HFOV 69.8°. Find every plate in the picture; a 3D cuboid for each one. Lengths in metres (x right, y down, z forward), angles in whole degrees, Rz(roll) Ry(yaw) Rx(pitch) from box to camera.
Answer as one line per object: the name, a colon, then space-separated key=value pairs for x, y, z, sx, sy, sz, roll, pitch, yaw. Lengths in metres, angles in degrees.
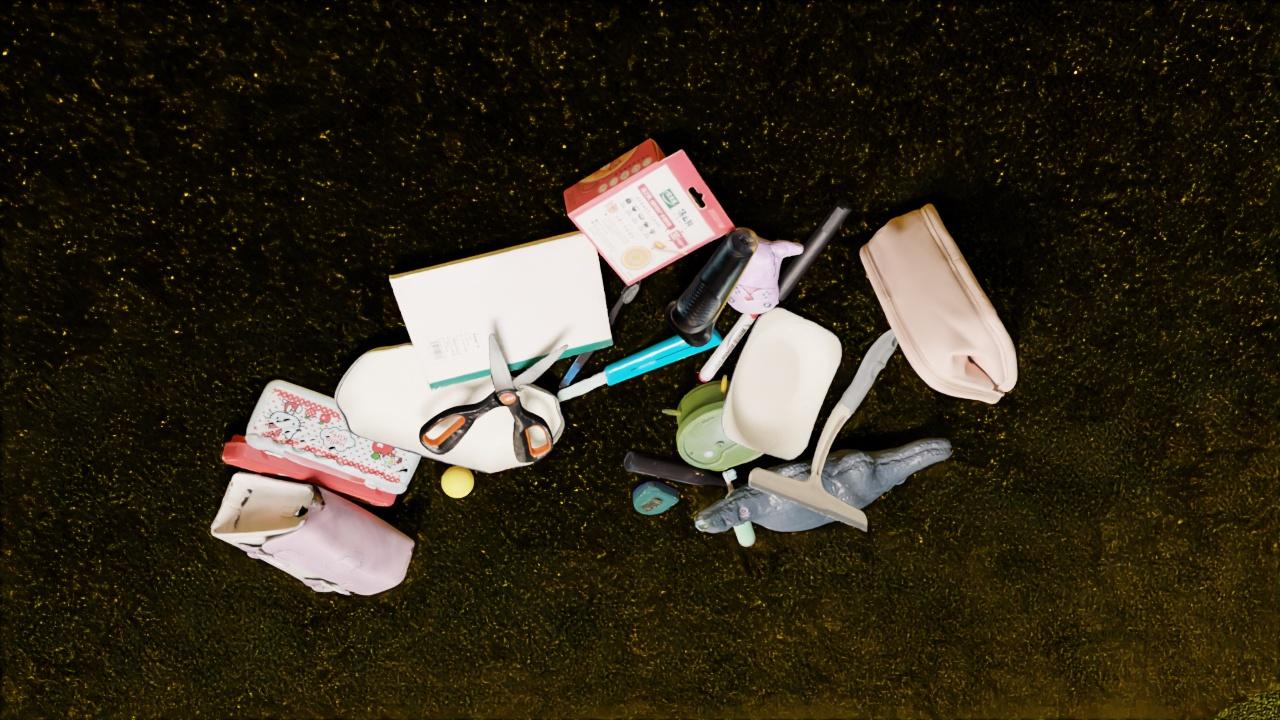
plate: x=0.157 y=0.026 z=1.072 sx=0.163 sy=0.034 sz=0.164 roll=21 pitch=91 yaw=-40
plate: x=-0.217 y=0.052 z=1.066 sx=0.265 sy=0.034 sz=0.162 roll=21 pitch=127 yaw=-29

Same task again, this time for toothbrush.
toothbrush: x=0.135 y=0.206 z=1.277 sx=0.027 sy=0.026 sz=0.225 roll=-24 pitch=144 yaw=-1
toothbrush: x=0.075 y=0.156 z=1.239 sx=0.212 sy=0.026 sz=0.027 roll=16 pitch=165 yaw=-27
toothbrush: x=-0.048 y=-0.025 z=1.035 sx=0.014 sy=0.016 sz=0.190 roll=21 pitch=129 yaw=-22

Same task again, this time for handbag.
handbag: x=0.341 y=-0.039 z=0.988 sx=0.094 sy=0.193 sz=0.234 roll=-31 pitch=143 yaw=23
handbag: x=-0.393 y=0.217 z=1.117 sx=0.145 sy=0.098 sz=0.197 roll=-6 pitch=147 yaw=22

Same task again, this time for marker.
marker: x=0.181 y=-0.116 z=0.983 sx=0.020 sy=0.022 sz=0.132 roll=38 pitch=126 yaw=4
marker: x=0.108 y=-0.027 z=1.064 sx=0.017 sy=0.017 sz=0.146 roll=14 pitch=130 yaw=-24

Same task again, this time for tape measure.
tape measure: x=0.018 y=0.191 z=1.262 sx=0.058 sy=0.025 sz=0.055 roll=29 pitch=122 yaw=-33

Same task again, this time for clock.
clock: x=0.109 y=0.087 z=1.152 sx=0.116 sy=0.056 sz=0.161 roll=-29 pitch=133 yaw=19

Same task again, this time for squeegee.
squeegee: x=0.249 y=0.066 z=1.113 sx=0.246 sy=0.039 sz=0.246 roll=25 pitch=92 yaw=-40

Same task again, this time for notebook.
notebook: x=-0.140 y=-0.050 z=0.966 sx=0.209 sy=0.012 sz=0.150 roll=-14 pitch=129 yaw=-6

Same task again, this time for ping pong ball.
ping pong ball: x=-0.232 y=0.154 z=1.163 sx=0.040 sy=0.040 sz=0.040 roll=-6 pitch=136 yaw=-6

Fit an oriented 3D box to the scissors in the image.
scissors: x=-0.158 y=0.055 z=1.031 sx=0.231 sy=0.021 sz=0.221 roll=-20 pitch=139 yaw=10

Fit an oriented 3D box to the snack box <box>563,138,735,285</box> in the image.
snack box: x=0.009 y=-0.148 z=0.900 sx=0.127 sy=0.044 sz=0.113 roll=-27 pitch=133 yaw=17

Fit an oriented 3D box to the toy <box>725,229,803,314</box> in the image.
toy: x=0.124 y=-0.092 z=0.979 sx=0.084 sy=0.038 sz=0.108 roll=14 pitch=135 yaw=8

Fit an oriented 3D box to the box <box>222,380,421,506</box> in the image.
box: x=-0.369 y=0.101 z=1.084 sx=0.201 sy=0.099 sz=0.113 roll=26 pitch=159 yaw=-34

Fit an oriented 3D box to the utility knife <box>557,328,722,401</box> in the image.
utility knife: x=-0.006 y=0.006 z=1.074 sx=0.209 sy=0.018 sz=0.034 roll=-22 pitch=135 yaw=12

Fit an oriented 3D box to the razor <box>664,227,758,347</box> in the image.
razor: x=0.078 y=-0.079 z=0.958 sx=0.067 sy=0.062 sz=0.168 roll=-32 pitch=165 yaw=-34

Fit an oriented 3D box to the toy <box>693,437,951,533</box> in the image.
toy: x=0.232 y=0.171 z=1.219 sx=0.356 sy=0.091 sz=0.138 roll=-14 pitch=162 yaw=-11
